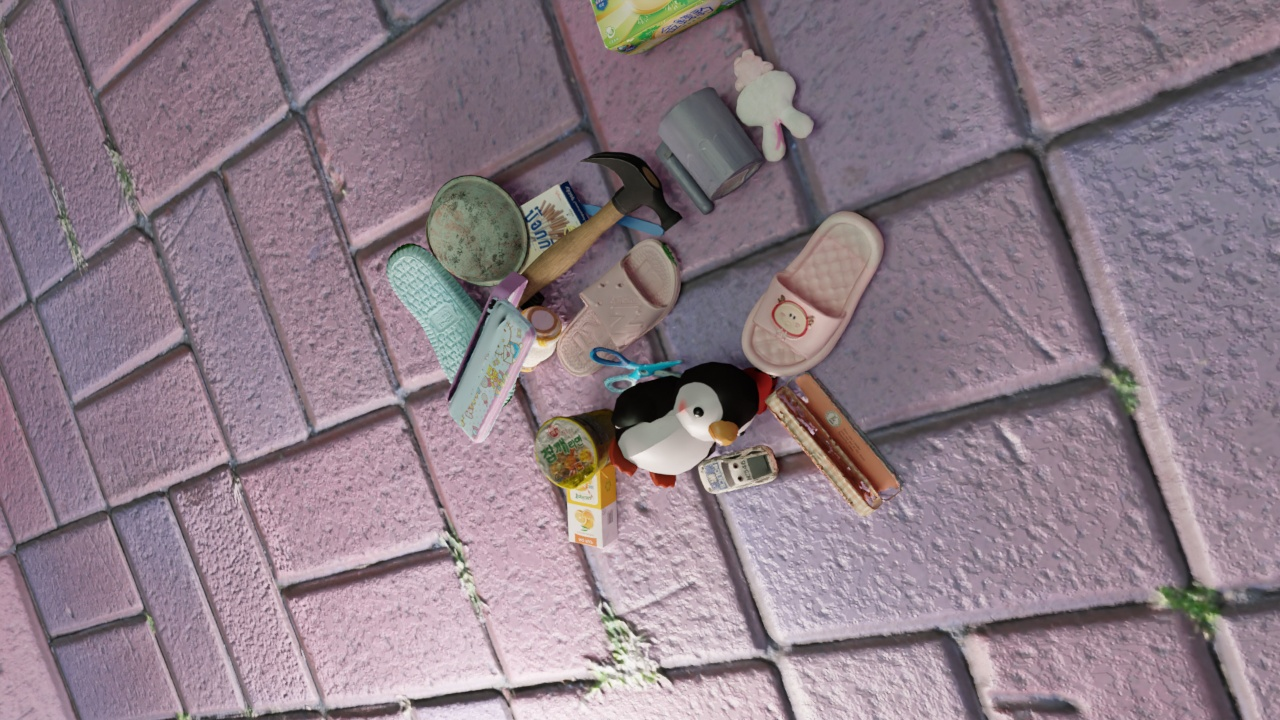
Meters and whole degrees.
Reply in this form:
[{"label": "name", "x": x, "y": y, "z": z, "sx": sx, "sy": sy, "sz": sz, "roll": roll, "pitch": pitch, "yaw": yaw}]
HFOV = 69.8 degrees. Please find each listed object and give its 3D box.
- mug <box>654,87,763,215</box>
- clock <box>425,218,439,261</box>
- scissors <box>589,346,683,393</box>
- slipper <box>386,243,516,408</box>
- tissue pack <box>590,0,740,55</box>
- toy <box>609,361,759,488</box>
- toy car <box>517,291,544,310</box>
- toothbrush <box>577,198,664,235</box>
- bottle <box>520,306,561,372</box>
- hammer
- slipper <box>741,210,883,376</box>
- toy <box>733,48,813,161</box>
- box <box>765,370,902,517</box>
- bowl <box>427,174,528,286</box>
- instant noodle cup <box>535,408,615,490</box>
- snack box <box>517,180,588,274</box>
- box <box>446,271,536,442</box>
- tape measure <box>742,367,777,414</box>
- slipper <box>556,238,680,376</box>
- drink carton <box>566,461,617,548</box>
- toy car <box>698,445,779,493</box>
[{"label": "mug", "x": 0.075, "y": -0.244, "z": 1.091, "sx": 0.104, "sy": 0.083, "sz": 0.124, "roll": 54, "pitch": 146, "yaw": 7}, {"label": "clock", "x": -0.251, "y": -0.197, "z": 1.308, "sx": 0.093, "sy": 0.054, "sz": 0.141, "roll": 27, "pitch": 120, "yaw": 16}, {"label": "scissors", "x": -0.005, "y": 0.006, "z": 1.200, "sx": 0.141, "sy": 0.013, "sz": 0.113, "roll": -12, "pitch": 135, "yaw": 36}, {"label": "slipper", "x": -0.268, "y": -0.053, "z": 1.345, "sx": 0.116, "sy": 0.069, "sz": 0.276, "roll": -29, "pitch": 100, "yaw": 29}, {"label": "tissue pack", "x": 0.021, "y": -0.436, "z": 1.033, "sx": 0.198, "sy": 0.141, "sz": 0.120, "roll": -24, "pitch": 88, "yaw": 33}, {"label": "toy", "x": 0.062, "y": 0.057, "z": 1.135, "sx": 0.185, "sy": 0.159, "sz": 0.140, "roll": -29, "pitch": 50, "yaw": 35}, {"label": "toy car", "x": -0.172, "y": -0.064, "z": 1.301, "sx": 0.040, "sy": 0.037, "sz": 0.092, "roll": 43, "pitch": 120, "yaw": 16}, {"label": "toothbrush", "x": -0.041, "y": -0.192, "z": 1.209, "sx": 0.167, "sy": 0.014, "sz": 0.016, "roll": 20, "pitch": 112, "yaw": 22}, {"label": "bottle", "x": -0.149, "y": -0.026, "z": 1.275, "sx": 0.063, "sy": 0.063, "sz": 0.109, "roll": 48, "pitch": 144, "yaw": 13}, {"label": "hammer", "x": -0.094, "y": -0.151, "z": 1.194, "sx": 0.306, "sy": 0.040, "sz": 0.132, "roll": -35, "pitch": 96, "yaw": 33}, {"label": "slipper", "x": 0.199, "y": -0.072, "z": 1.064, "sx": 0.107, "sy": 0.055, "sz": 0.222, "roll": 41, "pitch": 118, "yaw": 15}, {"label": "toy", "x": 0.146, "y": -0.297, "z": 1.052, "sx": 0.076, "sy": 0.037, "sz": 0.125, "roll": -34, "pitch": 83, "yaw": 36}, {"label": "box", "x": 0.229, "y": 0.098, "z": 1.087, "sx": 0.076, "sy": 0.054, "sz": 0.187, "roll": -40, "pitch": 80, "yaw": -1}, {"label": "bowl", "x": -0.231, "y": -0.171, "z": 1.253, "sx": 0.158, "sy": 0.038, "sz": 0.158, "roll": 9, "pitch": 115, "yaw": 20}, {"label": "instant noodle cup", "x": -0.073, "y": 0.111, "z": 1.241, "sx": 0.102, "sy": 0.108, "sz": 0.102, "roll": 8, "pitch": 106, "yaw": 29}, {"label": "snack box", "x": -0.137, "y": -0.176, "z": 1.247, "sx": 0.150, "sy": 0.026, "sz": 0.082, "roll": -21, "pitch": 100, "yaw": 37}, {"label": "box", "x": -0.203, "y": -0.005, "z": 1.223, "sx": 0.215, "sy": 0.062, "sz": 0.140, "roll": -60, "pitch": 33, "yaw": 33}, {"label": "tape measure", "x": 0.141, "y": 0.031, "z": 1.144, "sx": 0.051, "sy": 0.019, "sz": 0.059, "roll": 31, "pitch": 124, "yaw": 24}, {"label": "slipper", "x": -0.039, "y": -0.059, "z": 1.207, "sx": 0.094, "sy": 0.064, "sz": 0.240, "roll": 52, "pitch": 123, "yaw": 10}, {"label": "drink carton", "x": -0.069, "y": 0.204, "z": 1.301, "sx": 0.059, "sy": 0.040, "sz": 0.122, "roll": 6, "pitch": 105, "yaw": 30}, {"label": "toy car", "x": 0.122, "y": 0.141, "z": 1.170, "sx": 0.113, "sy": 0.040, "sz": 0.048, "roll": -20, "pitch": 90, "yaw": 34}]
